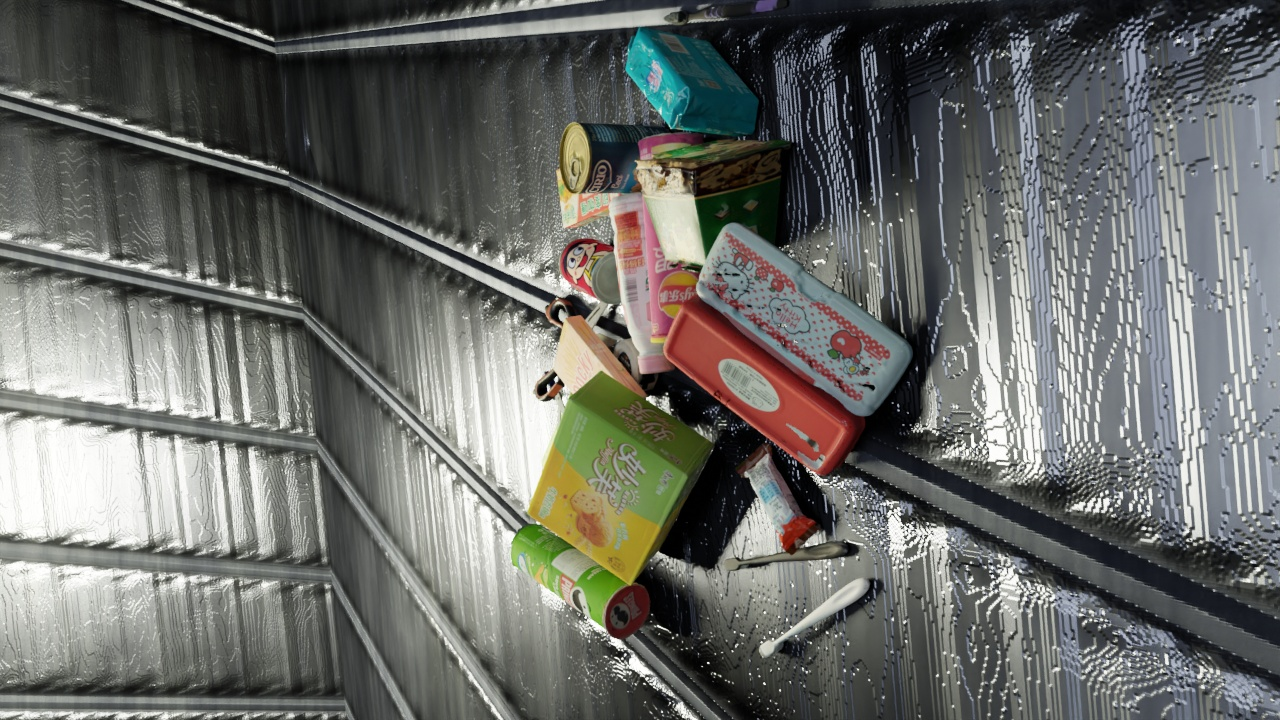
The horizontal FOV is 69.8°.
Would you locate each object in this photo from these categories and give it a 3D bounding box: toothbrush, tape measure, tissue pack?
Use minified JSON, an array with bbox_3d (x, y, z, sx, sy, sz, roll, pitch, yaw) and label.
[{"bbox_3d":[0.141,0.193,0.901,0.182,0.018,0.015,-28,58,55],"label":"toothbrush"},{"bbox_3d":[0.079,-0.343,0.902,0.189,0.016,0.014,22,114,54],"label":"toothbrush"},{"bbox_3d":[-0.006,0.006,1.091,0.065,0.033,0.066,59,144,31],"label":"tape measure"},{"bbox_3d":[0.165,0.246,0.873,0.181,0.016,0.016,-54,52,45],"label":"toothbrush"},{"bbox_3d":[0.049,-0.266,0.890,0.133,0.093,0.050,60,138,35],"label":"tissue pack"}]

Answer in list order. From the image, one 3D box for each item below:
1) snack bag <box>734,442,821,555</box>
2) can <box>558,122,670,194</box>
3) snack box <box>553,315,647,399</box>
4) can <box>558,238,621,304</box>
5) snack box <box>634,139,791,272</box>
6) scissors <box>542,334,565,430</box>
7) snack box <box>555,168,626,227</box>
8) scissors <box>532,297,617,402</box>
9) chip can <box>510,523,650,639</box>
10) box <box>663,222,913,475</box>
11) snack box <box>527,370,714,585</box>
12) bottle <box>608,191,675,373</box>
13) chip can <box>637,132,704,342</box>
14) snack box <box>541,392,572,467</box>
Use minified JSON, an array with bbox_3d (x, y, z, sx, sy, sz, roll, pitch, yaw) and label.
[{"bbox_3d":[0.132,0.133,0.890,0.048,0.026,0.104,-47,52,23],"label":"snack bag"},{"bbox_3d":[-0.023,-0.220,1.002,0.075,0.111,0.075,18,111,59],"label":"can"},{"bbox_3d":[-0.051,0.025,1.104,0.157,0.026,0.085,49,138,35],"label":"snack box"},{"bbox_3d":[-0.052,-0.110,1.112,0.094,0.066,0.066,30,121,54],"label":"can"},{"bbox_3d":[0.071,-0.149,0.876,0.118,0.117,0.106,25,129,58],"label":"snack box"},{"bbox_3d":[-0.113,0.043,1.262,0.174,0.012,0.162,-161,80,-69],"label":"scissors"},{"bbox_3d":[-0.056,-0.217,1.137,0.156,0.027,0.077,-8,90,59],"label":"snack box"},{"bbox_3d":[-0.090,-0.024,1.208,0.225,0.015,0.189,31,105,58],"label":"scissors"},{"bbox_3d":[-0.086,0.285,1.213,0.236,0.072,0.072,17,110,50],"label":"chip can"},{"bbox_3d":[0.121,-0.009,0.808,0.201,0.039,0.158,38,132,19],"label":"box"},{"bbox_3d":[-0.029,0.137,1.049,0.158,0.069,0.211,33,130,12],"label":"snack box"},{"bbox_3d":[0.009,-0.085,1.017,0.068,0.068,0.197,-3,95,59],"label":"bottle"},{"bbox_3d":[0.039,-0.125,0.954,0.071,0.071,0.210,2,97,59],"label":"chip can"},{"bbox_3d":[-0.092,0.123,1.261,0.085,0.026,0.157,60,142,33],"label":"snack box"}]
